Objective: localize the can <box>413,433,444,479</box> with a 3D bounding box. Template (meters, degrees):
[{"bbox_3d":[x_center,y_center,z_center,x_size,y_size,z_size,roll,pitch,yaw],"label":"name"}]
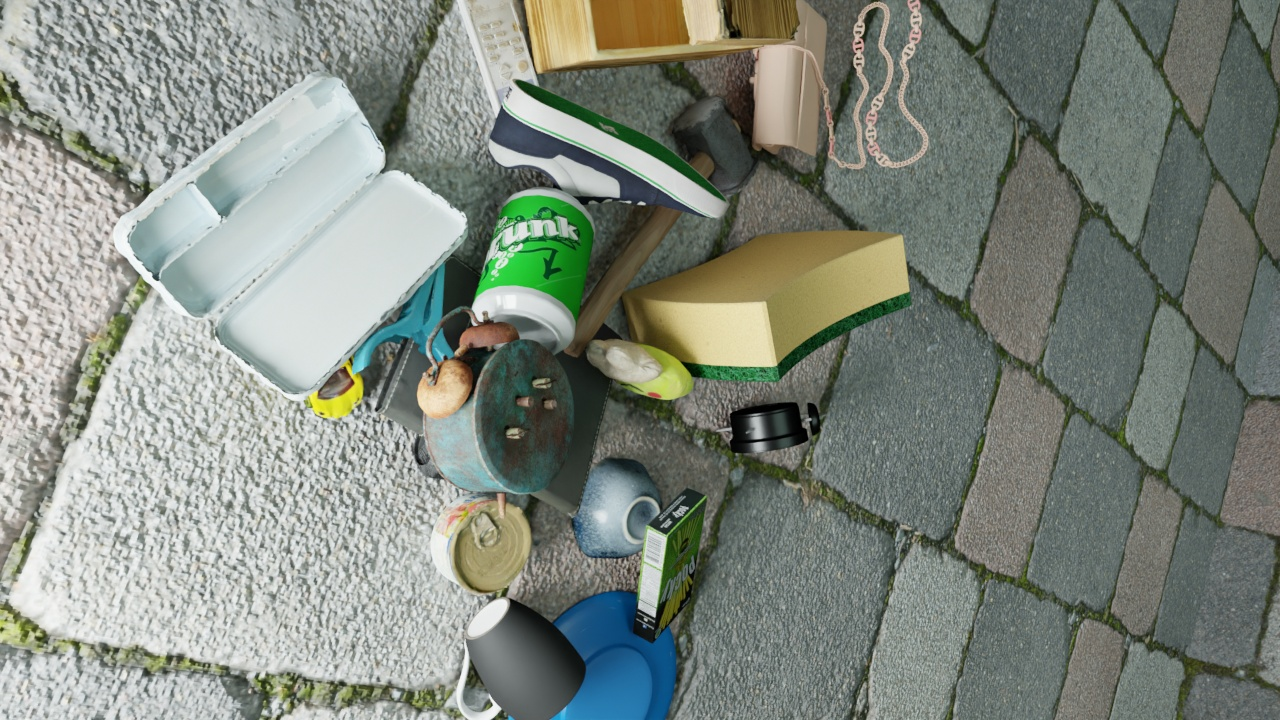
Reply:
[{"bbox_3d":[-0.135,0.085,0.827,0.137,0.054,0.054,13,87,-41],"label":"can"}]

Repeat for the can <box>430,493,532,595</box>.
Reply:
[{"bbox_3d":[-0.145,0.166,0.837,0.086,0.043,0.086,-6,100,-40],"label":"can"}]

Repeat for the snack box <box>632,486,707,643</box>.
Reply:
[{"bbox_3d":[0.030,0.215,0.960,0.080,0.025,0.148,-35,139,-49],"label":"snack box"}]

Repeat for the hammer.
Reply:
[{"bbox_3d":[0.015,-0.133,0.914,0.327,0.052,0.098,-55,126,-27],"label":"hammer"}]

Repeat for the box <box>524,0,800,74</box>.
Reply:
[{"bbox_3d":[0.045,-0.414,0.812,0.257,0.221,0.279,-20,107,-39],"label":"box"}]

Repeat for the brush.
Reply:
[{"bbox_3d":[0.130,-0.063,0.941,0.249,0.195,0.075,-26,112,-36],"label":"brush"}]

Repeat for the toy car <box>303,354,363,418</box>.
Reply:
[{"bbox_3d":[-0.253,-0.003,0.732,0.049,0.030,0.107,-29,115,-36],"label":"toy car"}]

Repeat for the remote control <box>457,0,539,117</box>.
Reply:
[{"bbox_3d":[-0.122,-0.272,0.818,0.050,0.011,0.136,-32,115,-33],"label":"remote control"}]

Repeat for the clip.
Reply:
[{"bbox_3d":[-0.172,-0.010,0.736,0.119,0.033,0.120,52,49,-12],"label":"clip"}]

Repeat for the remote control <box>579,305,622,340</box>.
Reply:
[{"bbox_3d":[-0.052,-0.033,0.897,0.124,0.009,0.046,40,29,-37],"label":"remote control"}]

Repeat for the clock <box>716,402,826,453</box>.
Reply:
[{"bbox_3d":[0.155,0.073,1.052,0.120,0.091,0.042,-11,93,-26],"label":"clock"}]

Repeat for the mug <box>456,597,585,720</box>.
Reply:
[{"bbox_3d":[-0.126,0.284,0.855,0.119,0.085,0.100,-35,107,2],"label":"mug"}]

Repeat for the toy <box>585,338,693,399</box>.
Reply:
[{"bbox_3d":[-0.005,0.005,0.850,0.115,0.092,0.046,24,87,-55],"label":"toy"}]

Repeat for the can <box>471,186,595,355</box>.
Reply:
[{"bbox_3d":[-0.091,-0.076,0.794,0.088,0.088,0.139,39,46,-37],"label":"can"}]

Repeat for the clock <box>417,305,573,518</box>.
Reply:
[{"bbox_3d":[-0.112,0.031,0.715,0.121,0.073,0.158,-55,130,-44],"label":"clock"}]

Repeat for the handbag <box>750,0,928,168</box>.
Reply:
[{"bbox_3d":[0.212,-0.313,0.980,0.116,0.187,0.199,-13,107,-68],"label":"handbag"}]

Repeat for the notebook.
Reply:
[{"bbox_3d":[-0.117,0.021,0.813,0.209,0.030,0.169,37,51,-33],"label":"notebook"}]

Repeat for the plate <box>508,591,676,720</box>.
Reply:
[{"bbox_3d":[-0.038,0.357,0.967,0.223,0.024,0.224,-6,100,-40],"label":"plate"}]

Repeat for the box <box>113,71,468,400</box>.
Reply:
[{"bbox_3d":[-0.254,-0.095,0.694,0.186,0.084,0.210,48,64,-23],"label":"box"}]

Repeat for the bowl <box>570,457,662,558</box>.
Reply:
[{"bbox_3d":[-0.015,0.157,0.941,0.110,0.055,0.110,-6,100,-39],"label":"bowl"}]

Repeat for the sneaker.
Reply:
[{"bbox_3d":[-0.028,-0.171,0.844,0.235,0.084,0.079,19,115,-26],"label":"sneaker"}]
